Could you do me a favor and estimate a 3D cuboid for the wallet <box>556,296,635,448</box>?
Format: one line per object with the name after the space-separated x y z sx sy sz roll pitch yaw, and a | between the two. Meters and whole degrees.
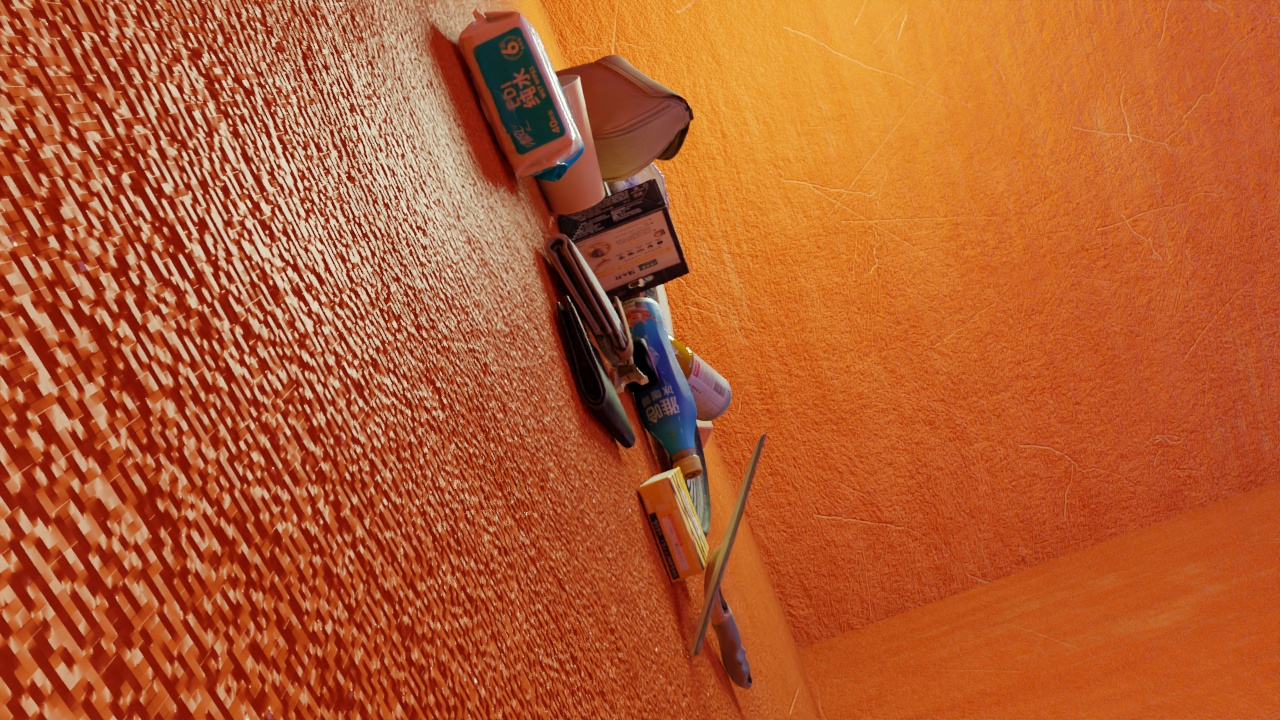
-0.036 0.013 0.739 0.122 0.020 0.096 64 6 -68 | wallet

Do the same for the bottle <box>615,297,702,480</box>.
0.023 0.033 1.047 0.065 0.065 0.218 59 11 -64 | bottle

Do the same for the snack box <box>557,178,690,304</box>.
-0.016 -0.126 1.004 0.126 0.113 0.053 61 9 -63 | snack box

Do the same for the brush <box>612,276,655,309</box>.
-0.028 -0.106 1.167 0.069 0.063 0.145 25 36 -37 | brush

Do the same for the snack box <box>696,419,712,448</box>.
0.063 0.071 1.334 0.157 0.026 0.085 -106 -153 -47 | snack box

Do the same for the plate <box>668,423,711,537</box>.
0.057 0.130 1.130 0.179 0.024 0.179 -10 89 -79 | plate

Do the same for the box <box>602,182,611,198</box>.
-0.057 -0.178 1.126 0.090 0.060 0.184 65 4 -51 | box

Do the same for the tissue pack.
-0.098 -0.217 0.757 0.090 0.063 0.140 -75 142 -80 | tissue pack

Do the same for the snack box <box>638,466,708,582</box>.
0.033 0.147 0.846 0.140 0.034 0.087 43 27 -84 | snack box

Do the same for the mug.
-0.081 -0.213 0.919 0.078 0.078 0.123 -102 175 -64 | mug

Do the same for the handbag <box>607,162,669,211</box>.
-0.039 -0.252 1.259 0.194 0.075 0.134 54 -15 28 | handbag

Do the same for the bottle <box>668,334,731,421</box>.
0.046 0.014 1.189 0.189 0.068 0.068 38 25 -40 | bottle

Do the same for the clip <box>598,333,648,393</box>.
-0.013 0.017 0.908 0.103 0.035 0.092 77 -8 -60 | clip

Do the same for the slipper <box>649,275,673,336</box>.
0.014 -0.032 1.292 0.114 0.054 0.274 36 45 -76 | slipper

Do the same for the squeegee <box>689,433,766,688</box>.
0.082 0.238 0.873 0.245 0.039 0.247 -64 153 -45 | squeegee

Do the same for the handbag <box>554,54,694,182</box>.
-0.039 -0.283 1.081 0.204 0.147 0.100 48 -18 43 | handbag

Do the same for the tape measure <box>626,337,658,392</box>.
-0.006 0.006 0.997 0.058 0.039 0.057 71 0 -66 | tape measure

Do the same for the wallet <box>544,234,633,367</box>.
-0.037 -0.049 0.809 0.106 0.037 0.130 60 0 13 | wallet
